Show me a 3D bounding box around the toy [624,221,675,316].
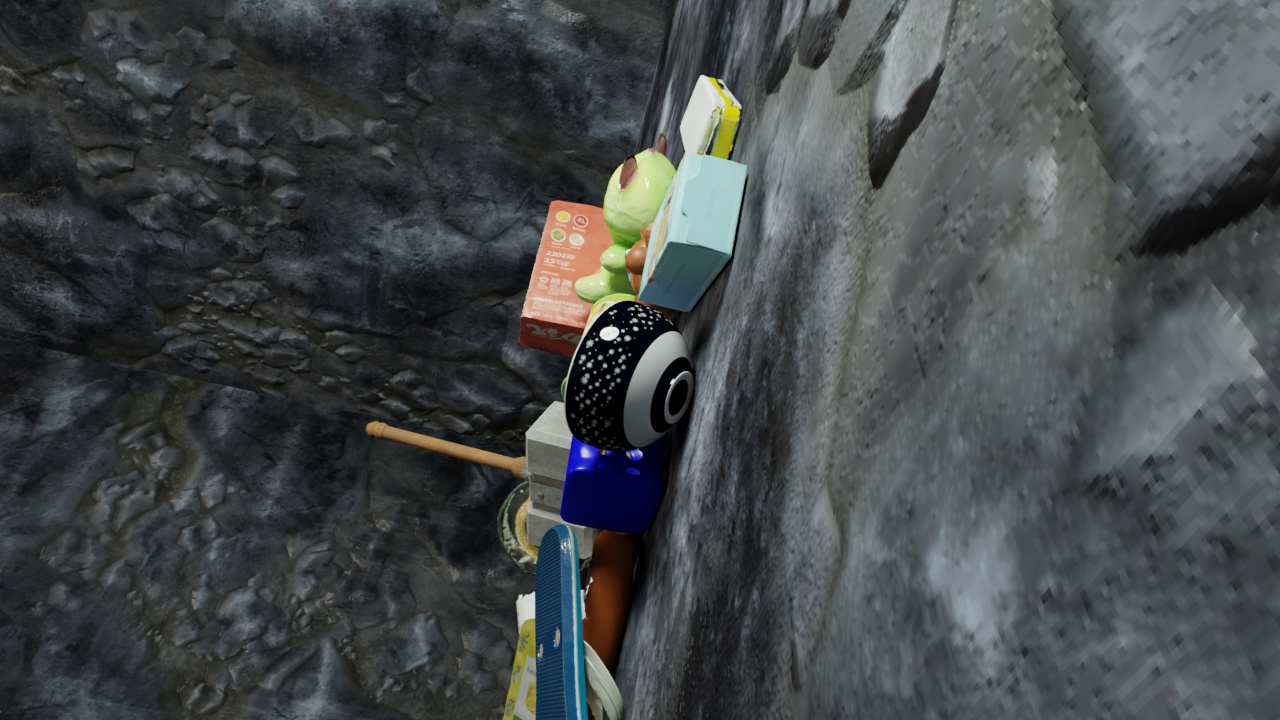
[{"bbox_3d":[0.008,-0.092,0.907,0.127,0.065,0.095,-126,30,-68],"label":"toy"}]

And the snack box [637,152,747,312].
[{"bbox_3d":[0.039,-0.099,0.753,0.175,0.053,0.075,129,153,-76],"label":"snack box"}]

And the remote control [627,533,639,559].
[{"bbox_3d":[-0.022,0.210,0.872,0.033,0.015,0.147,-87,10,-59],"label":"remote control"}]

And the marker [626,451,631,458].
[{"bbox_3d":[-0.005,0.042,1.071,0.017,0.017,0.145,130,151,-79],"label":"marker"}]

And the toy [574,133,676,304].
[{"bbox_3d":[-0.002,-0.161,1.116,0.197,0.107,0.149,-64,-9,31],"label":"toy"}]

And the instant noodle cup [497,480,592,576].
[{"bbox_3d":[-0.107,0.211,1.207,0.112,0.137,0.137,-6,-71,-85],"label":"instant noodle cup"}]

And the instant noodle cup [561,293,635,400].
[{"bbox_3d":[-0.023,-0.005,0.921,0.099,0.099,0.107,109,171,-53],"label":"instant noodle cup"}]

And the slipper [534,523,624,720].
[{"bbox_3d":[-0.048,0.277,0.737,0.118,0.060,0.294,126,144,-60],"label":"slipper"}]

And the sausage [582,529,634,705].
[{"bbox_3d":[-0.035,0.230,0.816,0.039,0.044,0.164,3,-79,-57],"label":"sausage"}]

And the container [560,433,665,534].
[{"bbox_3d":[-0.022,0.081,0.806,0.085,0.084,0.113,105,173,-46],"label":"container"}]

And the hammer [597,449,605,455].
[{"bbox_3d":[-0.006,0.006,1.016,0.127,0.029,0.323,64,-141,-73],"label":"hammer"}]

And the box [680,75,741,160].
[{"bbox_3d":[0.063,-0.230,0.877,0.209,0.037,0.064,-89,15,-67],"label":"box"}]

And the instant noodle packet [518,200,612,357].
[{"bbox_3d":[-0.061,-0.116,1.226,0.084,0.164,0.220,108,172,-63],"label":"instant noodle packet"}]

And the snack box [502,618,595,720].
[{"bbox_3d":[-0.093,0.349,0.891,0.121,0.045,0.180,2,78,56],"label":"snack box"}]

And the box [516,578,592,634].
[{"bbox_3d":[-0.076,0.281,1.018,0.085,0.126,0.155,104,156,-65],"label":"box"}]

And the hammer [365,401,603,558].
[{"bbox_3d":[-0.192,0.116,1.102,0.082,0.318,0.163,-52,-30,-57],"label":"hammer"}]

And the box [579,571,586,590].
[{"bbox_3d":[-0.104,0.292,1.382,0.118,0.051,0.205,105,175,-56],"label":"box"}]

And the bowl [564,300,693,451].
[{"bbox_3d":[0.002,0.019,0.717,0.119,0.066,0.120,-39,-41,-45],"label":"bowl"}]
